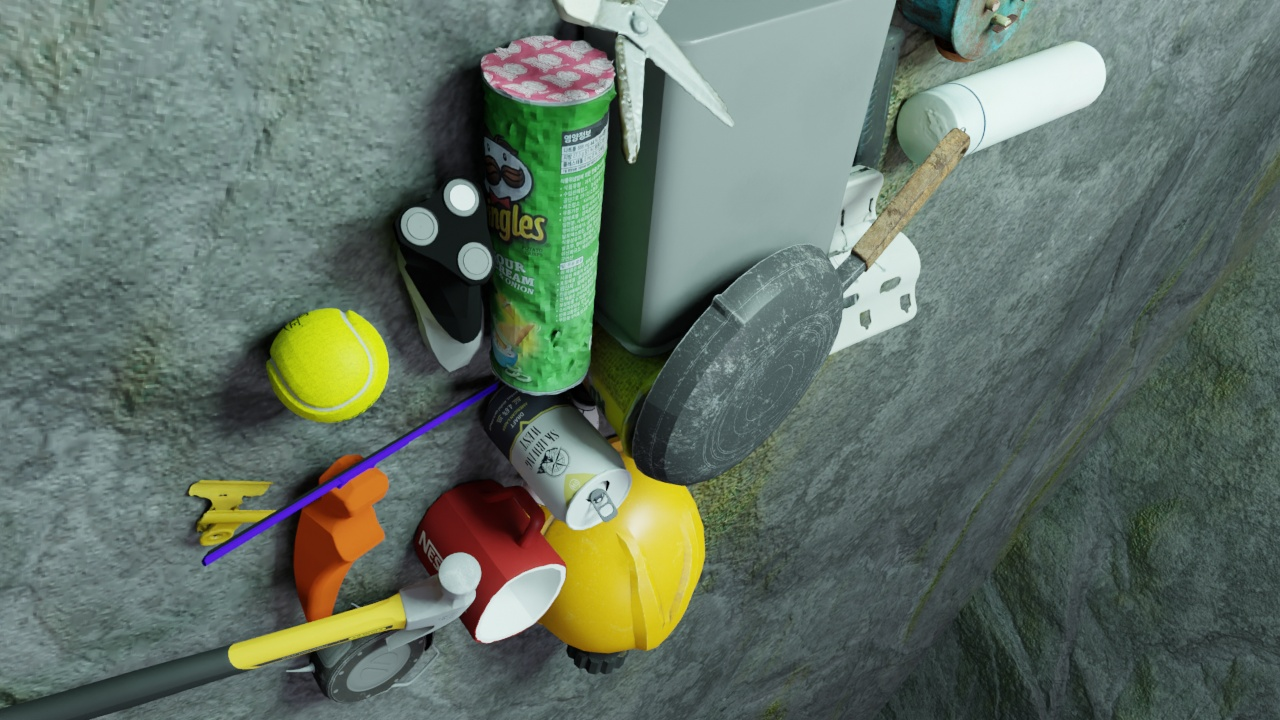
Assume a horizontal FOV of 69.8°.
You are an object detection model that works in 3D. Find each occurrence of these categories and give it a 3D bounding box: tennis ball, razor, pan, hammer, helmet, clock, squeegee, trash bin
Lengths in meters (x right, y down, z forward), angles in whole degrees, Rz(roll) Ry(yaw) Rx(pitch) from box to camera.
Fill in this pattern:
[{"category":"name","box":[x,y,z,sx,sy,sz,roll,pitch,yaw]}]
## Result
[{"category":"tennis ball","box":[-0.177,0.003,0.523,0.065,0.065,0.065,-29,144,-24]},{"category":"razor","box":[-0.116,-0.043,0.557,0.057,0.060,0.156,-41,168,-26]},{"category":"pan","box":[0.131,-0.042,0.660,0.356,0.040,0.208,-45,154,-8]},{"category":"hammer","box":[0.190,-0.144,0.811,0.130,0.032,0.319,-31,145,-20]},{"category":"helmet","box":[-0.016,0.203,0.869,0.204,0.131,0.256,-18,138,-35]},{"category":"clock","box":[0.266,-0.287,0.696,0.121,0.073,0.157,-51,148,9]},{"category":"clock","box":[-0.221,0.235,0.753,0.091,0.044,0.123,-46,148,1]},{"category":"hammer","box":[-0.270,0.199,0.611,0.323,0.029,0.127,-12,156,-23]},{"category":"squeegee","box":[-0.207,0.117,0.626,0.248,0.055,0.185,-36,156,-53]},{"category":"trash bin","box":[0.055,-0.137,0.603,0.191,0.097,0.220,-25,141,-29]}]

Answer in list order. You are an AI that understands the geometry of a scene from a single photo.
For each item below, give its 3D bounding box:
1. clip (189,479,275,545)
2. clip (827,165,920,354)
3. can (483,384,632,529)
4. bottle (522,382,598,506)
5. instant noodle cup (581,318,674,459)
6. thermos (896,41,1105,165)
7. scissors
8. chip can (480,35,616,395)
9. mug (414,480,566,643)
[{"category":"clip","box":[-0.258,0.098,0.575,0.054,0.046,0.048,12,92,-55]},{"category":"clip","box":[0.166,-0.089,0.776,0.126,0.110,0.151,-23,104,-29]},{"category":"can","box":[-0.059,0.069,0.672,0.064,0.127,0.064,-29,144,-24]},{"category":"bottle","box":[-0.060,0.065,0.748,0.041,0.041,0.116,-8,132,-44]},{"category":"instant noodle cup","box":[-0.004,0.004,0.679,0.102,0.108,0.102,-30,145,-24]},{"category":"thermos","box":[0.331,-0.235,0.834,0.229,0.068,0.068,-25,142,-29]},{"category":"scissors","box":[-0.026,-0.196,0.436,0.179,0.015,0.199,10,82,-27]},{"category":"chip can","box":[-0.059,-0.077,0.561,0.075,0.075,0.224,-25,143,-29]},{"category":"mug","box":[-0.114,0.146,0.725,0.080,0.096,0.117,-2,128,-48]}]
